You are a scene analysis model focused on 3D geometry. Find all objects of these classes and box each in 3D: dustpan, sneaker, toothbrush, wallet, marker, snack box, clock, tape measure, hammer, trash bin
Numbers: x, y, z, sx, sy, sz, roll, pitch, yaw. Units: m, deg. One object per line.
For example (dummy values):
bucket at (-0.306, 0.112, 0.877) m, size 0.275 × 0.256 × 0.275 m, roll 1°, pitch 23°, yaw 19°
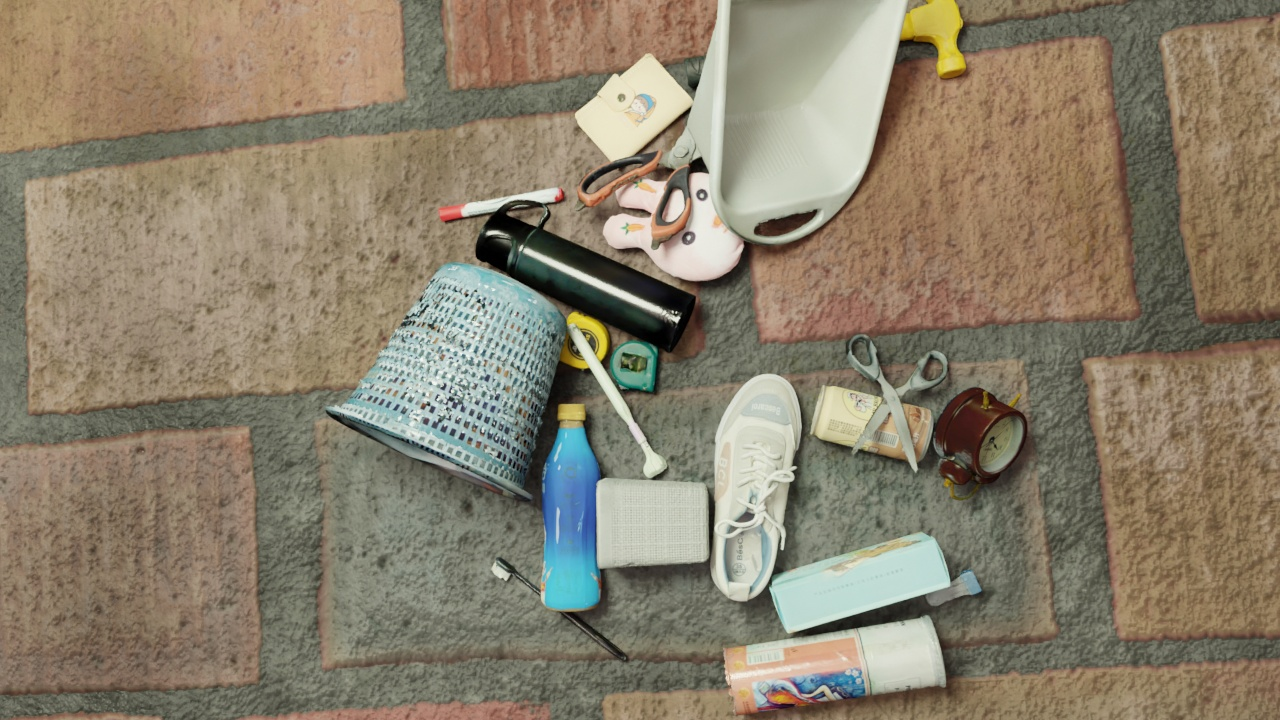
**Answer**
dustpan at (0.163, -0.244, 0.909) m, size 0.222 × 0.258 × 0.142 m, roll -16°, pitch 68°, yaw -25°
sneaker at (0.115, 0.132, 0.957) m, size 0.089 × 0.090 × 0.242 m, roll 8°, pitch 86°, yaw 7°
toothbrush at (-0.090, 0.276, 1.011) m, size 0.181 × 0.015 × 0.018 m, roll 33°, pitch 97°, yaw 9°
wallet at (-0.010, -0.285, 1.037) m, size 0.115 × 0.024 × 0.087 m, roll -40°, pitch 81°, yaw 4°
marker at (-0.160, -0.179, 1.052) m, size 0.145 × 0.017 × 0.017 m, roll -9°, pitch 85°, yaw 7°
snack box at (0.222, 0.226, 0.944) m, size 0.175 × 0.074 × 0.051 m, roll -18°, pitch 84°, yaw 6°
clock at (0.342, 0.086, 0.932) m, size 0.082 × 0.055 × 0.122 m, roll 3°, pitch 109°, yaw -34°
tape measure at (-0.006, 0.006, 1.014) m, size 0.054 × 0.025 × 0.058 m, roll 6°, pitch 86°, yaw 7°
hammer at (0.198, -0.348, 1.008) m, size 0.301 × 0.033 × 0.128 m, roll -10°, pitch 84°, yaw 6°
toothbrush at (-0.028, 0.042, 1.001) m, size 0.029 × 0.020 × 0.189 m, roll -32°, pitch 93°, yaw -27°
tape measure at (-0.063, -0.020, 1.021) m, size 0.057 × 0.028 × 0.060 m, roll 23°, pitch 104°, yaw 5°
trash bin at (-0.178, 0.015, 0.956) m, size 0.226 × 0.227 × 0.194 m, roll 22°, pitch 76°, yaw 8°

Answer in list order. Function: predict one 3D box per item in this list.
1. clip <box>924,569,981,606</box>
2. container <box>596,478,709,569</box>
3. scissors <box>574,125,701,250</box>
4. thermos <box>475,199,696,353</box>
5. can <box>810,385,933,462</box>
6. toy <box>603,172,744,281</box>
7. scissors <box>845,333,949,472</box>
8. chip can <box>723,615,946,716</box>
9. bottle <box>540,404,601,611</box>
clip at (0.324, 0.239, 0.957) m, size 0.058 × 0.043 × 0.027 m, roll -23°, pitch 86°, yaw 13°
container at (0.015, 0.171, 0.969) m, size 0.114 × 0.090 × 0.090 m, roll -1°, pitch 86°, yaw 4°
scissors at (0.030, -0.209, 0.996) m, size 0.189 × 0.015 × 0.226 m, roll 5°, pitch 62°, yaw 15°
thermos at (-0.057, -0.099, 1.005) m, size 0.242 × 0.068 × 0.090 m, roll 26°, pitch 95°, yaw 8°
can at (0.241, 0.066, 0.960) m, size 0.116 × 0.058 × 0.058 m, roll 14°, pitch 88°, yaw 8°
toy at (0.039, -0.150, 1.006) m, size 0.159 × 0.054 × 0.121 m, roll 13°, pitch 80°, yaw 15°
scissors at (0.260, 0.037, 0.941) m, size 0.159 × 0.014 × 0.180 m, roll -16°, pitch 54°, yaw -15°
chip can at (0.196, 0.314, 0.943) m, size 0.215 × 0.071 × 0.071 m, roll -11°, pitch 85°, yaw 7°
bottle at (-0.074, 0.156, 0.992) m, size 0.065 × 0.065 × 0.218 m, roll 0°, pitch 86°, yaw 7°
